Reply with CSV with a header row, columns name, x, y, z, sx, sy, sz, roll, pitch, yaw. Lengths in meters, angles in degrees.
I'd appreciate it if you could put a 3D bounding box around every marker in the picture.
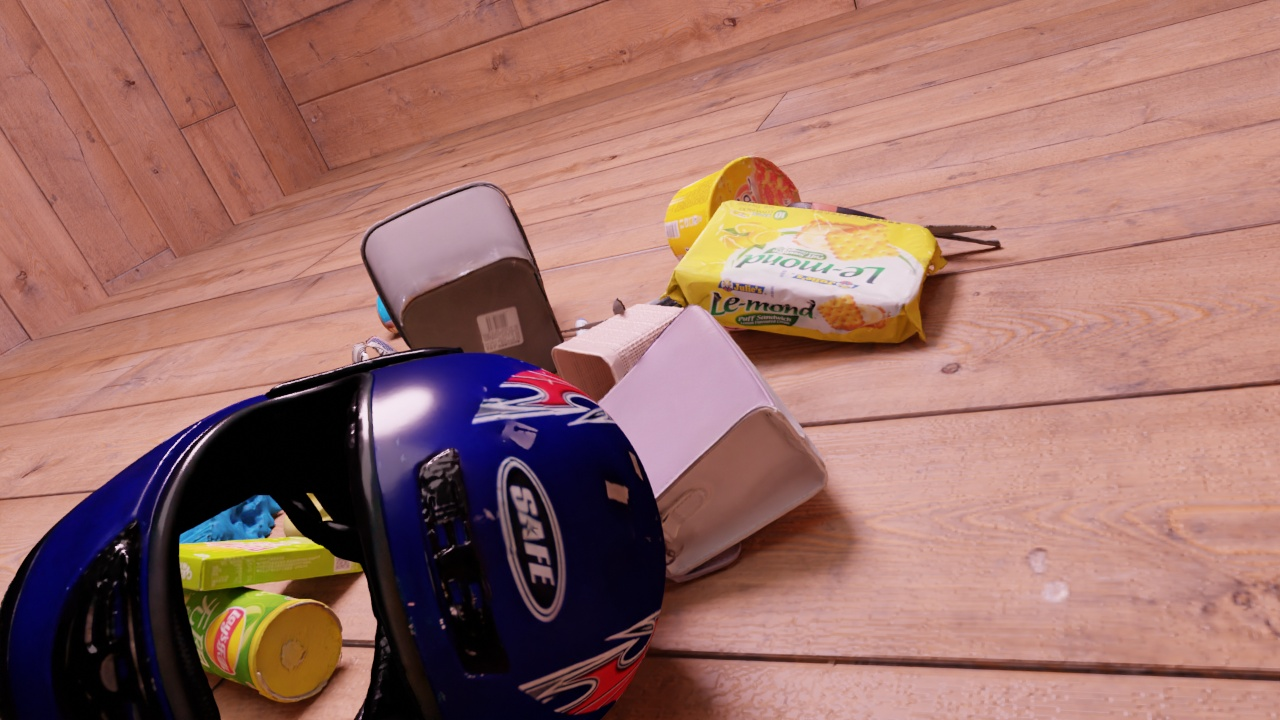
name,x,y,z,sx,sy,sz,roll,pitch,yaw
marker,-0.063,-0.016,1.035,0.017,0.017,0.145,-21,24,2

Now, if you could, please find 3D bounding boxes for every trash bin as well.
name,x,y,z,sx,sy,sz,roll,pitch,yaw
trash bin,-0.196,-0.071,1.065,0.198,0.199,0.219,-26,31,-9

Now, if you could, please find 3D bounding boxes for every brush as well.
name,x,y,z,sx,sy,sz,roll,pitch,yaw
brush,-0.433,0.201,0.834,0.109,0.060,0.313,-23,20,12

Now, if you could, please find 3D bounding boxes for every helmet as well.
name,x,y,z,sx,sy,sz,roll,pitch,yaw
helmet,-0.114,0.110,0.485,0.241,0.247,0.315,-20,-9,15

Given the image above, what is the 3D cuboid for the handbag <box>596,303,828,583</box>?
name,x,y,z,sx,sy,sz,roll,pitch,yaw
handbag,0.038,0.060,0.692,0.145,0.098,0.197,-37,24,6

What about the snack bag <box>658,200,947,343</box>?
name,x,y,z,sx,sy,sz,roll,pitch,yaw
snack bag,0.159,-0.083,0.882,0.247,0.068,0.157,10,39,20

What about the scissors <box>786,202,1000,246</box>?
name,x,y,z,sx,sy,sz,roll,pitch,yaw
scissors,0.250,-0.134,0.948,0.189,0.015,0.222,17,-10,-15

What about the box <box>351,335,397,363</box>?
name,x,y,z,sx,sy,sz,roll,pitch,yaw
box,-0.314,-0.003,1.128,0.081,0.075,0.163,-18,7,-13

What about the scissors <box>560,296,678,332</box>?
name,x,y,z,sx,sy,sz,roll,pitch,yaw
scissors,-0.016,-0.044,0.950,0.159,0.014,0.181,-25,-8,-16

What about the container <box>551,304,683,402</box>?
name,x,y,z,sx,sy,sz,roll,pitch,yaw
container,-0.005,0.005,0.859,0.110,0.090,0.090,-34,26,-32

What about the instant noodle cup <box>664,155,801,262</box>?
name,x,y,z,sx,sy,sz,roll,pitch,yaw
instant noodle cup,0.103,-0.159,1.068,0.137,0.138,0.110,-34,18,-26

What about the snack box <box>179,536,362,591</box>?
name,x,y,z,sx,sy,sz,roll,pitch,yaw
snack box,-0.312,0.162,0.745,0.086,0.026,0.156,-2,-7,31

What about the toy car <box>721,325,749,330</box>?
name,x,y,z,sx,sy,sz,roll,pitch,yaw
toy car,0.101,-0.060,0.961,0.056,0.037,0.122,-8,24,-2

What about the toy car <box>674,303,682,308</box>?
name,x,y,z,sx,sy,sz,roll,pitch,yaw
toy car,0.025,-0.024,0.961,0.105,0.032,0.048,-31,25,-1

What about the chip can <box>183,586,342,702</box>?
name,x,y,z,sx,sy,sz,roll,pitch,yaw
chip can,-0.326,0.209,0.717,0.222,0.072,0.072,-2,31,37

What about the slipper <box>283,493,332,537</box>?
name,x,y,z,sx,sy,sz,roll,pitch,yaw
slipper,-0.258,0.106,0.868,0.190,0.082,0.091,-26,27,-4

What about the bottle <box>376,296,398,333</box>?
name,x,y,z,sx,sy,sz,roll,pitch,yaw
bottle,-0.270,-0.099,1.321,0.219,0.065,0.065,-17,24,11
